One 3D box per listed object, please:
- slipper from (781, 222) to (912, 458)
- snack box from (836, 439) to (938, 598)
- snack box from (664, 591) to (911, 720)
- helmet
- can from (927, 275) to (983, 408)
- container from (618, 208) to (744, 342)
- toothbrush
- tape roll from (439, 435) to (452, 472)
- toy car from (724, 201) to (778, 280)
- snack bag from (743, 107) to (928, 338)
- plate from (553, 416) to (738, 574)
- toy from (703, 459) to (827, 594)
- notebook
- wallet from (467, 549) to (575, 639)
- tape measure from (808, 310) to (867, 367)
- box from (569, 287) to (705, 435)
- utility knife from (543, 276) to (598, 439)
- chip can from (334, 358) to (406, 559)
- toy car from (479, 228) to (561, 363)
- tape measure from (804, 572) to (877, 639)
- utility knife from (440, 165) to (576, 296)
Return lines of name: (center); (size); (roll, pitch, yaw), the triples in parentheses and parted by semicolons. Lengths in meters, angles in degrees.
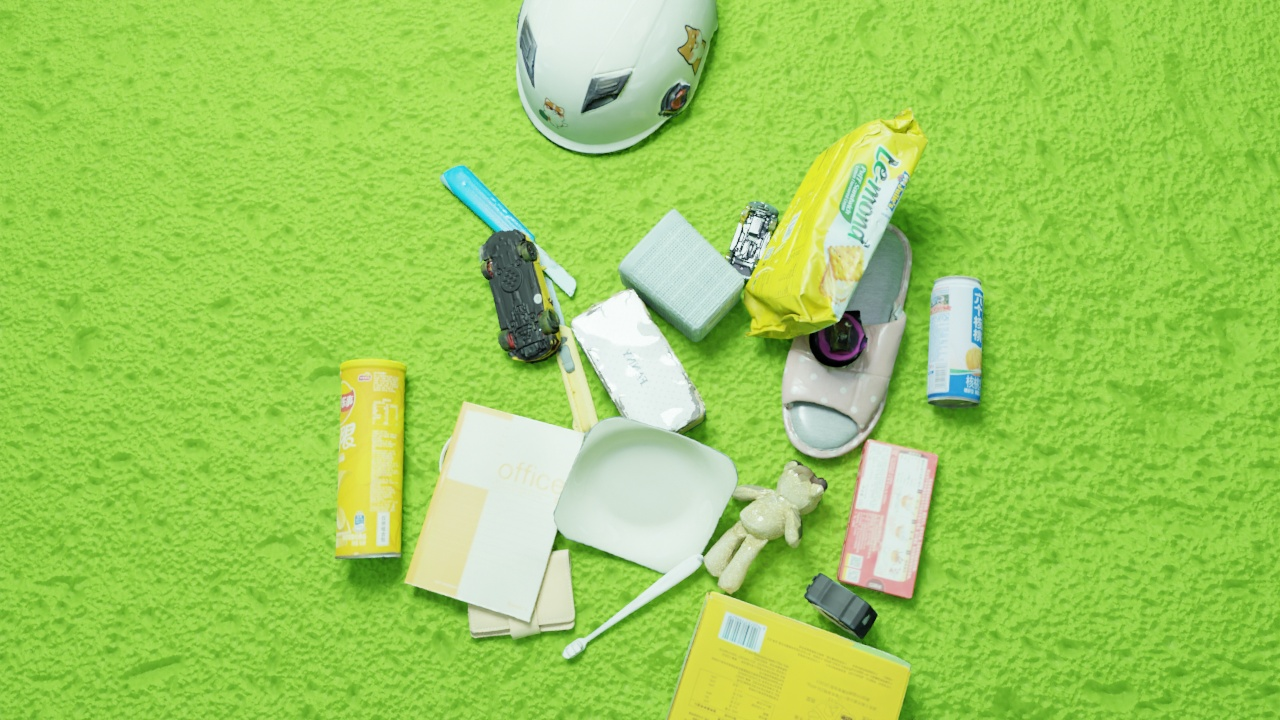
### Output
slipper: (0.226, -0.027, 0.985); (0.114, 0.054, 0.274); (18, 80, 8)
snack box: (0.258, 0.164, 0.958); (0.075, 0.025, 0.152); (13, 80, 7)
snack box: (0.142, 0.338, 0.910); (0.210, 0.070, 0.157); (18, 81, 8)
helmet: (-0.034, -0.386, 1.032); (0.230, 0.157, 0.274); (32, 83, 11)
can: (0.334, -0.019, 0.974); (0.053, 0.053, 0.134); (5, 79, 6)
container: (0.048, -0.088, 0.999); (0.111, 0.090, 0.090); (42, 85, 9)
toothbrush: (-0.008, 0.258, 0.961); (0.180, 0.016, 0.016); (-36, 79, 2)
tape roll: (-0.179, 0.114, 1.016); (0.086, 0.014, 0.085); (-1, 78, 5)
toy car: (0.124, -0.132, 1.026); (0.043, 0.036, 0.091); (21, 81, 8)
snack bag: (0.191, -0.134, 0.950); (0.068, 0.158, 0.246); (30, 79, -10)
plate: (0.005, 0.136, 0.953); (0.164, 0.034, 0.164); (22, 114, -6)
toy: (0.129, 0.174, 0.955); (0.157, 0.066, 0.105); (-48, 36, -1)
notebook: (-0.155, 0.159, 0.988); (0.146, 0.010, 0.206); (15, 78, 9)
wallet: (-0.128, 0.252, 0.979); (0.115, 0.024, 0.087); (-7, 79, 3)
tape measure: (0.202, -0.023, 0.938); (0.057, 0.039, 0.058); (-1, 81, 5)
box: (-0.006, 0.006, 0.999); (0.090, 0.062, 0.184); (-29, 75, -2)
utility knife: (-0.082, 0.001, 1.033); (0.031, 0.022, 0.216); (-17, 72, -1)
chip can: (-0.292, 0.108, 0.999); (0.072, 0.072, 0.213); (-3, 78, 5)
toy car: (-0.133, -0.074, 1.031); (0.071, 0.041, 0.155); (-22, 79, 23)
tape measure: (0.204, 0.249, 0.925); (0.066, 0.066, 0.033); (30, 78, 38)
utility knife: (-0.150, -0.151, 1.064); (0.034, 0.018, 0.218); (-44, 77, -6)
